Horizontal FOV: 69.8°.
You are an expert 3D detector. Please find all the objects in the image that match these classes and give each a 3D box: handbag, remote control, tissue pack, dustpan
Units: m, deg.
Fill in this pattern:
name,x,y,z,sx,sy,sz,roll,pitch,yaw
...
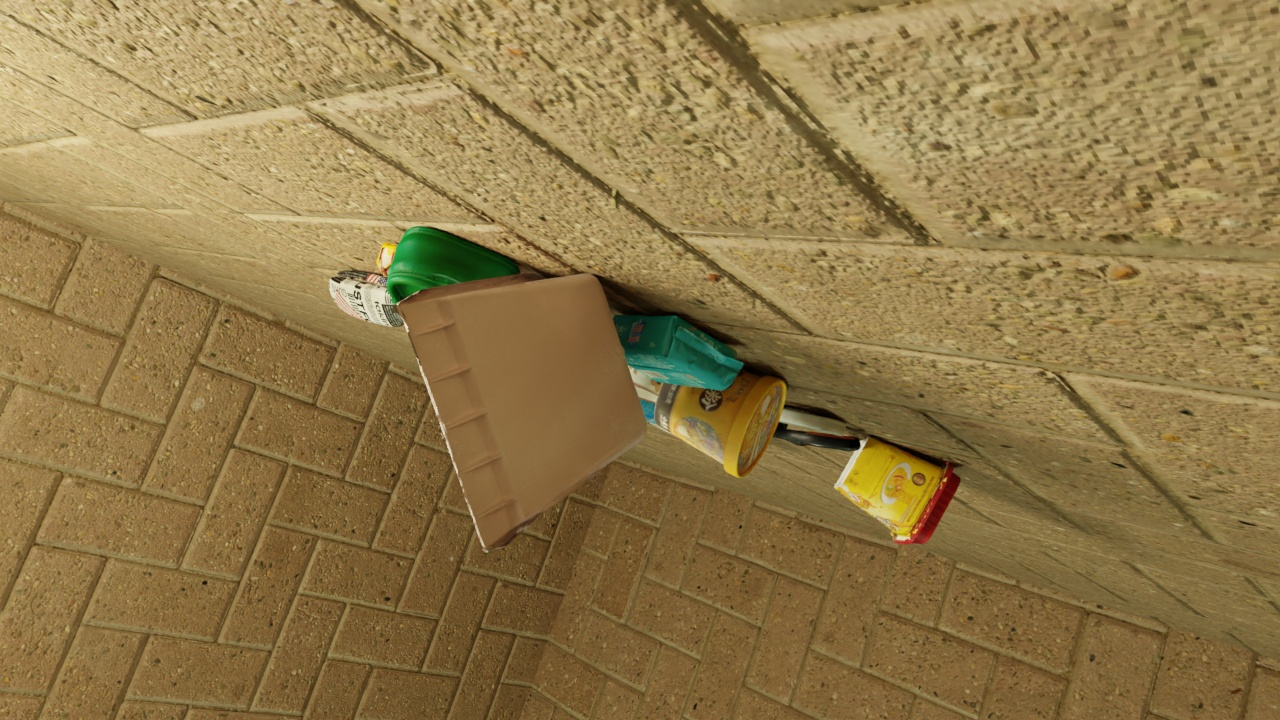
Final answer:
name,x,y,z,sx,sy,sz,roll,pitch,yaw
handbag,-0.191,-0.069,0.932,0.131,0.067,0.120,20,153,-11
remote control,0.187,0.070,1.171,0.150,0.021,0.058,12,176,45
tissue pack,0.031,-0.010,0.943,0.093,0.050,0.134,28,168,-34
dustpan,-0.109,0.029,0.862,0.272,0.222,0.139,-20,-173,-39

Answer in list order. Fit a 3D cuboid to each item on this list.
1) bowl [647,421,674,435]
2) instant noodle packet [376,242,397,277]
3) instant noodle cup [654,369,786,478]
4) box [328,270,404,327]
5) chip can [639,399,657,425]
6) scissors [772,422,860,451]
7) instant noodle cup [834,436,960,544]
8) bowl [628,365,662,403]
name,x,y,z,sx,sy,sz,roll,pitch,yaw
bowl,0.076,0.081,1.345,0.116,0.066,0.116,21,172,3
instant noodle packet,-0.227,-0.091,1.049,0.111,0.044,0.128,15,170,41
instant noodle cup,0.087,0.055,1.031,0.114,0.118,0.118,25,174,23
box,-0.380,-0.104,1.326,0.164,0.082,0.075,14,136,39
chip can,-0.031,0.031,1.212,0.071,0.071,0.210,13,174,40
scissors,0.172,0.093,1.185,0.221,0.022,0.233,9,-176,16
instant noodle cup,0.326,0.163,1.184,0.124,0.116,0.116,31,173,9
bowl,-0.006,0.006,1.089,0.113,0.062,0.113,20,170,3
